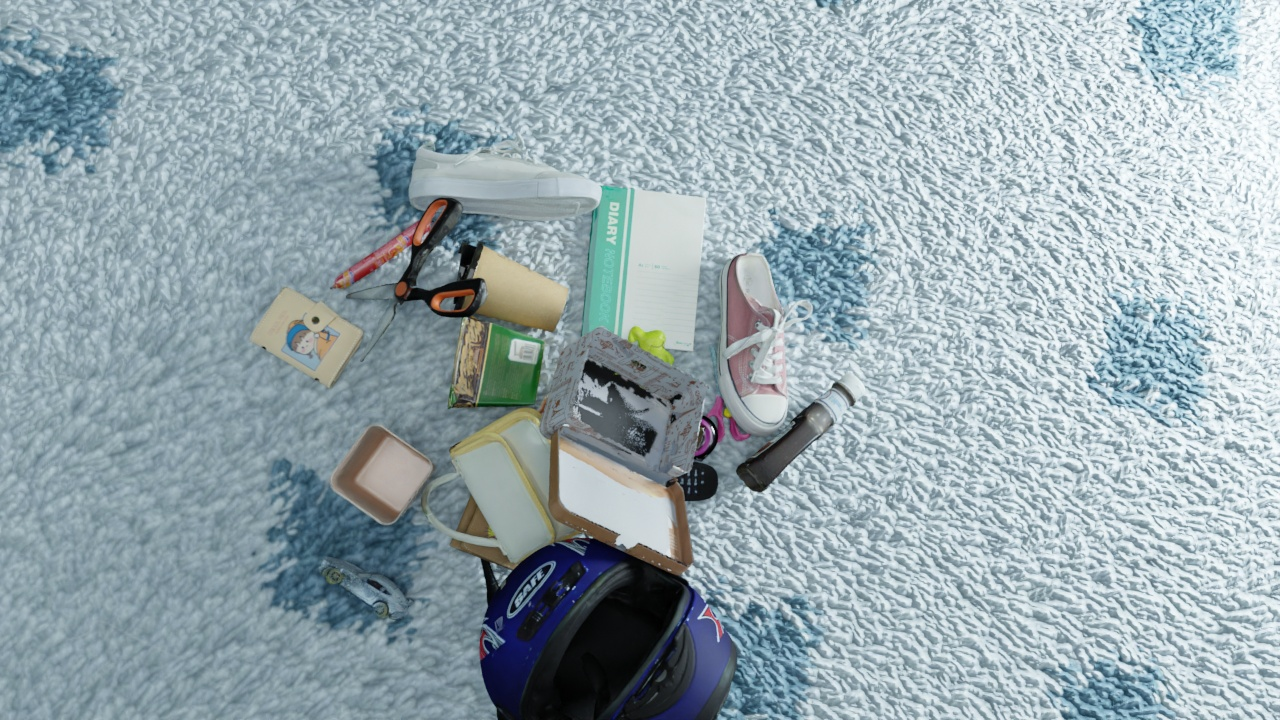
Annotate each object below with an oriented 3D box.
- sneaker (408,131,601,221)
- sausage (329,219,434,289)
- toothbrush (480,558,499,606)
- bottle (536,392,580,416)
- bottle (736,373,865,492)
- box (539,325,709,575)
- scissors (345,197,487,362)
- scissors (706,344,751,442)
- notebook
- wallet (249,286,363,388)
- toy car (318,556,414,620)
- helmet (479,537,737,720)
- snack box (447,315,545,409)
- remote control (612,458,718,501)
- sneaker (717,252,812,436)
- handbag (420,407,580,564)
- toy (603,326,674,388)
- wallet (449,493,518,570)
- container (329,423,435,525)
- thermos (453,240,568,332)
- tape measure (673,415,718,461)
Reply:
[{"bbox_3d":[-0.169,-0.235,1.164,0.242,0.089,0.090,3,79,-1],"label":"sneaker"},{"bbox_3d":[-0.326,-0.134,1.162,0.155,0.020,0.020,-37,89,-9],"label":"sausage"},{"bbox_3d":[-0.174,0.300,1.128,0.027,0.026,0.212,-14,81,-16],"label":"toothbrush"},{"bbox_3d":[-0.099,0.068,1.145,0.108,0.063,0.063,-34,89,-6],"label":"bottle"},{"bbox_3d":[0.208,0.090,1.173,0.194,0.080,0.044,-40,86,-13],"label":"bottle"},{"bbox_3d":[-0.021,0.105,1.044,0.179,0.111,0.258,28,54,-25],"label":"box"},{"bbox_3d":[-0.265,-0.093,1.103,0.221,0.021,0.234,19,83,34],"label":"scissors"},{"bbox_3d":[0.099,0.043,1.199,0.073,0.017,0.137,-14,81,0],"label":"scissors"},{"bbox_3d":[0.005,-0.121,1.206,0.150,0.012,0.209,6,83,-6],"label":"notebook"},{"bbox_3d":[-0.411,-0.032,1.138,0.115,0.024,0.087,32,85,-2],"label":"wallet"},{"bbox_3d":[-0.327,0.270,1.097,0.120,0.054,0.036,31,83,-2],"label":"toy car"},{"bbox_3d":[-0.052,0.311,0.995,0.240,0.316,0.246,38,69,2],"label":"helmet"},{"bbox_3d":[-0.174,0.008,1.118,0.105,0.118,0.118,8,85,-11],"label":"snack box"},{"bbox_3d":[0.031,0.152,1.171,0.136,0.024,0.053,4,84,-5],"label":"remote control"},{"bbox_3d":[0.152,-0.026,1.167,0.118,0.088,0.241,-1,81,-20],"label":"sneaker"},{"bbox_3d":[-0.164,0.161,1.084,0.178,0.063,0.163,-29,93,-3],"label":"handbag"},{"bbox_3d":[-0.007,0.007,1.176,0.100,0.031,0.097,-20,96,-5],"label":"toy"},{"bbox_3d":[-0.173,0.190,1.130,0.090,0.033,0.115,24,74,-7],"label":"wallet"},{"bbox_3d":[-0.300,0.135,1.087,0.090,0.111,0.090,35,80,-2],"label":"container"},{"bbox_3d":[-0.166,-0.088,1.145,0.143,0.093,0.093,19,81,-12],"label":"thermos"},{"bbox_3d":[0.070,0.097,1.169,0.057,0.039,0.058,21,92,10],"label":"tape measure"}]
